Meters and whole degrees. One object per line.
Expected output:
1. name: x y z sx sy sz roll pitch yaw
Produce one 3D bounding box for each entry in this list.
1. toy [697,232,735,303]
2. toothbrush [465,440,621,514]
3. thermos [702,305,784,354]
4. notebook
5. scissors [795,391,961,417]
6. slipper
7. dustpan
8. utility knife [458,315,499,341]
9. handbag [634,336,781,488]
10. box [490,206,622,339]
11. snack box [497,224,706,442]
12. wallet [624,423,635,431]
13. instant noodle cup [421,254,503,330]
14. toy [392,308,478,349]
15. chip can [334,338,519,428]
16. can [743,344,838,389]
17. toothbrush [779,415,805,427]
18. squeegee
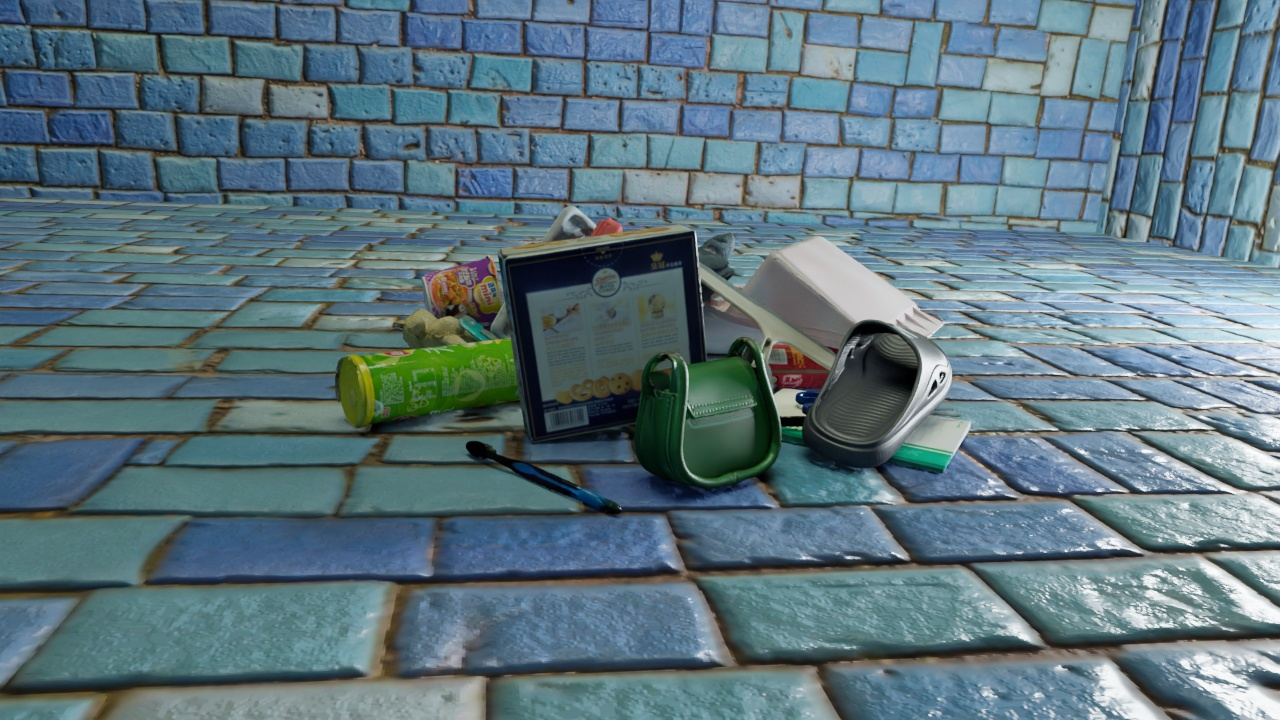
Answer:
1. toy: 0.034 -0.091 1.131 0.138 0.091 0.355 -28 6 29
2. toothbrush: -0.085 0.097 0.773 0.190 0.014 0.016 16 -4 39
3. thermos: 0.127 -0.042 1.242 0.224 0.073 0.073 1 15 -9
4. notebook: 0.219 0.069 0.945 0.209 0.012 0.150 10 17 27
5. scissors: 0.248 0.048 0.978 0.173 0.012 0.128 -4 16 -28
6. slipper: 0.246 0.012 0.916 0.111 0.083 0.267 21 34 23
7. dustpan: 0.228 -0.056 1.188 0.273 0.139 0.222 43 31 17
8. utility knife: -0.160 -0.011 1.076 0.161 0.013 0.029 36 26 25
9. handbag: 0.059 0.045 0.791 0.131 0.120 0.068 -11 14 -37
10. box: -0.108 -0.096 1.141 0.091 0.201 0.094 28 -15 5
11. snack box: -0.031 -0.027 0.870 0.177 0.183 0.046 -10 19 -11
12. wallet: 0.039 0.053 0.939 0.114 0.024 0.087 -19 28 -40
13. instant noodle cup: -0.249 -0.086 1.279 0.099 0.112 0.111 -10 18 -15
14. toy: -0.237 -0.021 1.119 0.157 0.066 0.105 25 16 40
15. chip can: -0.192 0.017 0.940 0.220 0.073 0.073 -8 18 -37
16. can: 0.193 0.007 1.089 0.132 0.053 0.053 0 15 -12
17. toothbrush: 0.165 0.062 0.914 0.189 0.014 0.016 -1 30 -11
18. squeegee: 0.129 0.004 0.950 0.246 0.039 0.246 34 23 -2
